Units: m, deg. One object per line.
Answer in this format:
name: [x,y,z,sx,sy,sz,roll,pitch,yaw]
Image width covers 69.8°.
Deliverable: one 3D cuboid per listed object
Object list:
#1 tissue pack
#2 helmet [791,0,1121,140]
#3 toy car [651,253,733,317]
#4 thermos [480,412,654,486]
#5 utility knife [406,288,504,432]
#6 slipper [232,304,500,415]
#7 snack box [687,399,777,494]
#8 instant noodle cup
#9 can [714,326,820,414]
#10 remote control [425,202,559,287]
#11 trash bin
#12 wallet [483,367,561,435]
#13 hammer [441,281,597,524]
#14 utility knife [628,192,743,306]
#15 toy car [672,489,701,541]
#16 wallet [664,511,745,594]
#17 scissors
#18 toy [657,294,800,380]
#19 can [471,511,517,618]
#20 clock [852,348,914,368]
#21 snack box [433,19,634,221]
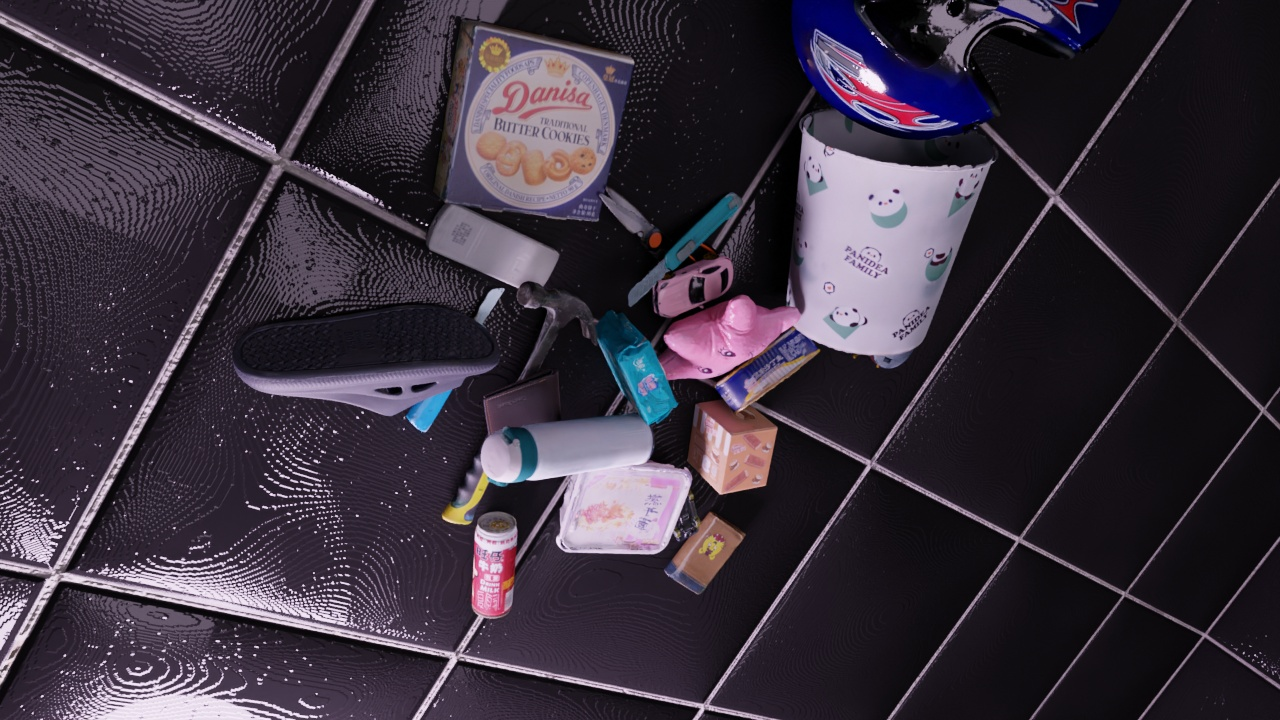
tissue pack: [-0.007,0.007,1.129,0.050,0.093,0.133,-30,126,-8]
helmet: [0.316,-0.359,0.997,0.315,0.246,0.241,27,114,3]
toy car: [0.067,-0.090,1.120,0.122,0.037,0.056,-26,126,-30]
thermos: [-0.085,0.105,1.091,0.223,0.073,0.073,-3,117,-45]
utility knife: [-0.211,-0.003,1.057,0.034,0.018,0.194,25,101,-48]
slipper: [-0.286,0.005,0.977,0.267,0.110,0.083,-5,133,-22]
snack box: [0.124,0.115,1.258,0.077,0.093,0.094,-6,117,-27]
instant noodle cup: [-0.029,0.186,1.231,0.173,0.060,0.138,8,110,-33]
can: [0.170,0.010,1.233,0.148,0.075,0.049,-36,88,-12]
remote control: [-0.163,-0.124,1.018,0.150,0.021,0.058,23,105,-36]
trash bin: [0.290,-0.158,1.136,0.229,0.229,0.252,-10,124,-25]
wallet: [-0.137,0.075,1.092,0.096,0.020,0.122,-23,130,-27]
hammer: [-0.153,0.060,1.105,0.126,0.032,0.324,13,111,-44]
utility knife: [0.056,-0.136,1.098,0.222,0.013,0.029,-45,123,-26]
toy car: [0.057,0.215,1.308,0.042,0.035,0.090,-26,124,-17]
wallet: [0.098,0.289,1.374,0.090,0.033,0.115,37,90,-36]
scissors: [0.027,-0.151,1.093,0.142,0.022,0.235,-40,134,-19]
toy: [0.086,-0.023,1.146,0.178,0.074,0.195,5,149,-42]
can: [-0.189,0.264,1.186,0.053,0.053,0.133,-6,117,-27]
clock: [0.361,-0.047,1.330,0.082,0.055,0.122,18,104,-34]
snack box: [-0.113,-0.246,0.968,0.177,0.046,0.183,2,114,-30]
